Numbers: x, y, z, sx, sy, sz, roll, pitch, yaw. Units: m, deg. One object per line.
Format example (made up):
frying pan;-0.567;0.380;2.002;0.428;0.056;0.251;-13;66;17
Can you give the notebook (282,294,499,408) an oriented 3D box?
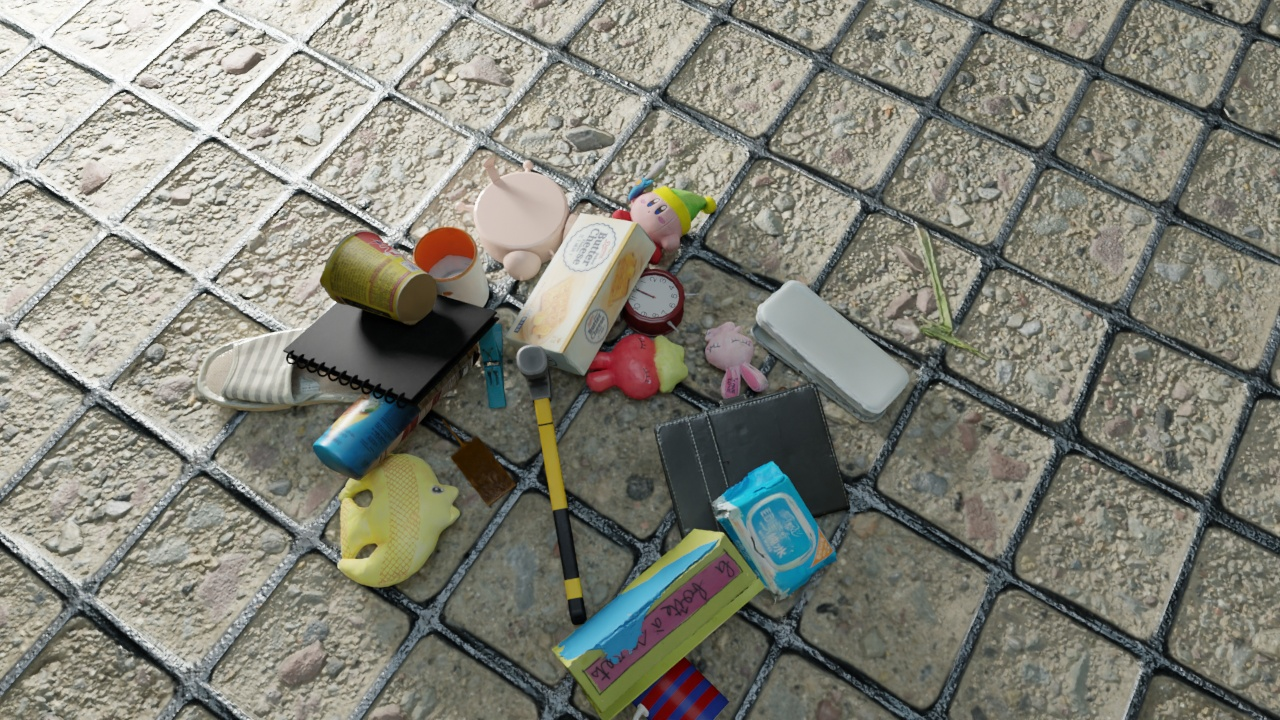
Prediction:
notebook;-0.314;-0.029;1.139;0.232;0.019;0.168;17;52;30

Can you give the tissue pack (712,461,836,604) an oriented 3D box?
tissue pack;0.153;0.197;1.058;0.092;0.062;0.144;-33;89;-9

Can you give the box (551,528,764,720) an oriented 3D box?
box;0.015;0.283;1.000;0.220;0.124;0.079;-39;92;-17

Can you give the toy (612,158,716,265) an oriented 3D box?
toy;0.036;-0.205;1.274;0.131;0.097;0.124;-41;63;3

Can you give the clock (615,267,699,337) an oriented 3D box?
clock;0.007;-0.081;1.223;0.124;0.044;0.087;24;67;11

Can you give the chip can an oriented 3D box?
chip can;-0.296;0.048;1.131;0.080;0.080;0.228;30;59;14

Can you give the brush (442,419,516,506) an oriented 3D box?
brush;-0.210;0.121;1.146;0.048;0.017;0.126;-37;69;-15

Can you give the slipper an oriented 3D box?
slipper;-0.434;0.012;1.186;0.272;0.054;0.114;-2;58;-1

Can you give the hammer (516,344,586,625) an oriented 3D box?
hammer;-0.099;0.146;1.083;0.034;0.170;0.324;-10;79;-4

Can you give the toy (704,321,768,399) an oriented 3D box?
toy;0.120;-0.001;1.182;0.063;0.047;0.110;-21;69;0

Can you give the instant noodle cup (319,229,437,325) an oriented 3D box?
instant noodle cup;-0.314;-0.097;1.136;0.112;0.100;0.100;24;67;24

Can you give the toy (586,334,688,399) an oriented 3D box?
toy;-0.007;0.007;1.181;0.135;0.045;0.091;-3;62;-3

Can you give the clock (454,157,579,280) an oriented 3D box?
clock;-0.162;-0.199;1.267;0.131;0.086;0.160;-35;75;-14

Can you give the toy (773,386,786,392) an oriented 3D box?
toy;0.151;0.068;1.152;0.101;0.042;0.054;-23;53;-16

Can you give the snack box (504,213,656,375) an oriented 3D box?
snack box;-0.076;-0.089;1.193;0.104;0.057;0.207;16;69;36

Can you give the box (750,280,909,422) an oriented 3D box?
box;0.245;-0.014;1.184;0.213;0.063;0.118;41;70;19

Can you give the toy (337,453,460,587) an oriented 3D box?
toy;-0.291;0.184;1.095;0.155;0.065;0.170;-15;57;7

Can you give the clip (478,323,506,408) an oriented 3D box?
clip;-0.192;-0.012;1.192;0.033;0.120;0.118;-8;32;-4

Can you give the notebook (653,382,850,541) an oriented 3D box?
notebook;0.133;0.126;1.106;0.209;0.029;0.169;-14;85;-9

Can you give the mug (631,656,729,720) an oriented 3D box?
mug;0.031;0.377;0.980;0.076;0.075;0.111;41;51;18

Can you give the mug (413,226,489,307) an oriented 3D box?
mug;-0.247;-0.114;1.210;0.082;0.105;0.082;0;64;1
